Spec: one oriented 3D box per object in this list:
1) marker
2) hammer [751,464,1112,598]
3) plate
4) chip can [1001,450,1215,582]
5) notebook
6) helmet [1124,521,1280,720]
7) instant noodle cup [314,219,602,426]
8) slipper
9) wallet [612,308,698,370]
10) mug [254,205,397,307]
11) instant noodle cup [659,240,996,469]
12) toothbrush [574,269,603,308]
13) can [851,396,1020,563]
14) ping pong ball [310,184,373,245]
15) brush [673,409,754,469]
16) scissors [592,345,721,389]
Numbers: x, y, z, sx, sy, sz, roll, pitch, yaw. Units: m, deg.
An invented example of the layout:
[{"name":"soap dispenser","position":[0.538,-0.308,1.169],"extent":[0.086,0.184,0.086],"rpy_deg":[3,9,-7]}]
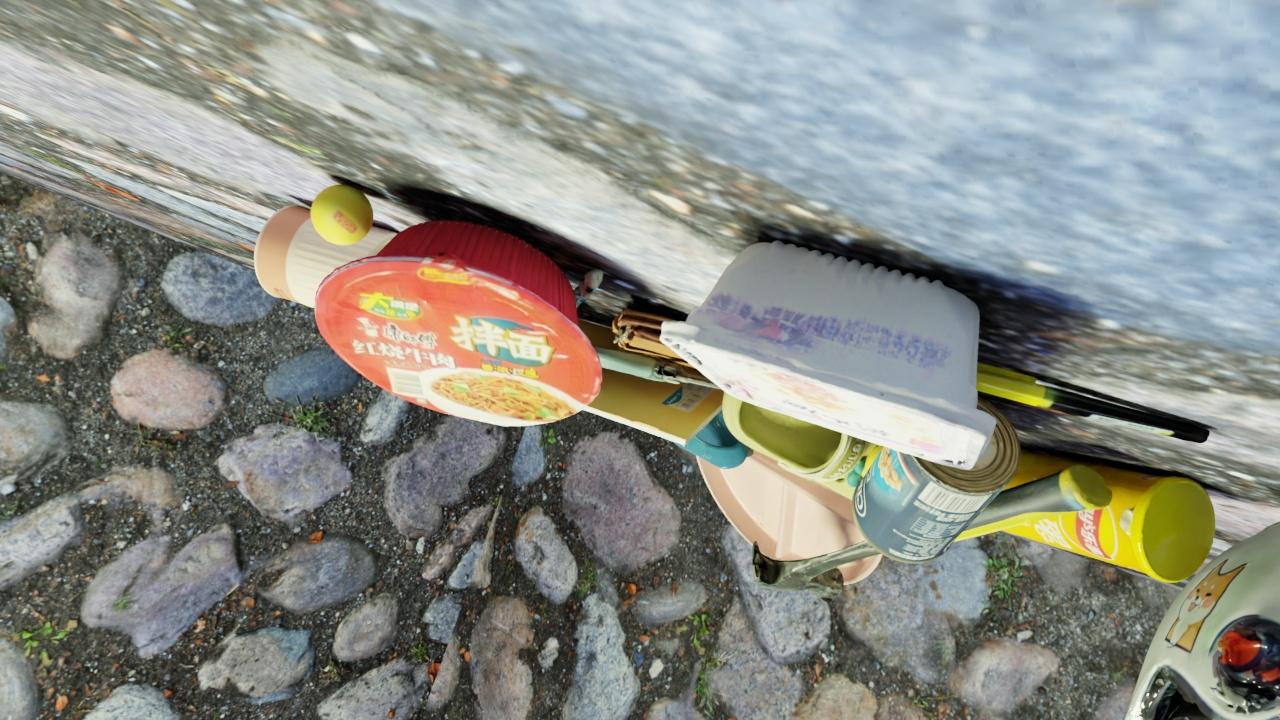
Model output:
[{"name":"marker","position":[0.223,0.021,0.469],"extent":[0.124,0.015,0.018],"rpy_deg":[15,175,13]},{"name":"hammer","position":[0.209,0.142,0.727],"extent":[0.126,0.031,0.324],"rpy_deg":[15,151,-29]},{"name":"plate","position":[0.143,0.114,0.886],"extent":[0.028,0.230,0.230],"rpy_deg":[-32,-151,-33]},{"name":"chip can","position":[0.320,0.108,0.707],"extent":[0.072,0.072,0.214],"rpy_deg":[21,175,-21]},{"name":"notebook","position":[-0.016,0.012,0.826],"extent":[0.206,0.010,0.145],"rpy_deg":[16,-150,26]},{"name":"helmet","position":[0.408,0.162,0.483],"extent":[0.230,0.156,0.274],"rpy_deg":[21,165,4]},{"name":"instant noodle cup","position":[-0.115,-0.029,0.620],"extent":[0.194,0.065,0.194],"rpy_deg":[8,147,5]},{"name":"slipper","position":[0.150,0.067,0.709],"extent":[0.190,0.092,0.081],"rpy_deg":[23,-158,8]},{"name":"wallet","position":[0.030,-0.013,0.724],"extent":[0.108,0.031,0.132],"rpy_deg":[16,175,-3]},{"name":"mug","position":[-0.249,-0.085,0.790],"extent":[0.106,0.082,0.114],"rpy_deg":[16,-159,19]},{"name":"instant noodle cup","position":[0.098,-0.002,0.427],"extent":[0.138,0.060,0.173],"rpy_deg":[17,176,20]},{"name":"toothbrush","position":[-0.045,-0.052,0.677],"extent":[0.018,0.016,0.192],"rpy_deg":[30,174,-6]},{"name":"can","position":[0.192,0.077,0.604],"extent":[0.075,0.075,0.111],"rpy_deg":[19,146,6]},{"name":"ping pong ball","position":[-0.200,-0.098,0.616],"extent":[0.040,0.040,0.040],"rpy_deg":[19,175,2]},{"name":"brush","position":[0.044,0.047,0.869],"extent":[0.144,0.055,0.073],"rpy_deg":[46,-141,20]},{"name":"scissors","position":[0.007,0.008,0.753],"extent":[0.185,0.019,0.129],"rpy_deg":[14,178,10]}]
